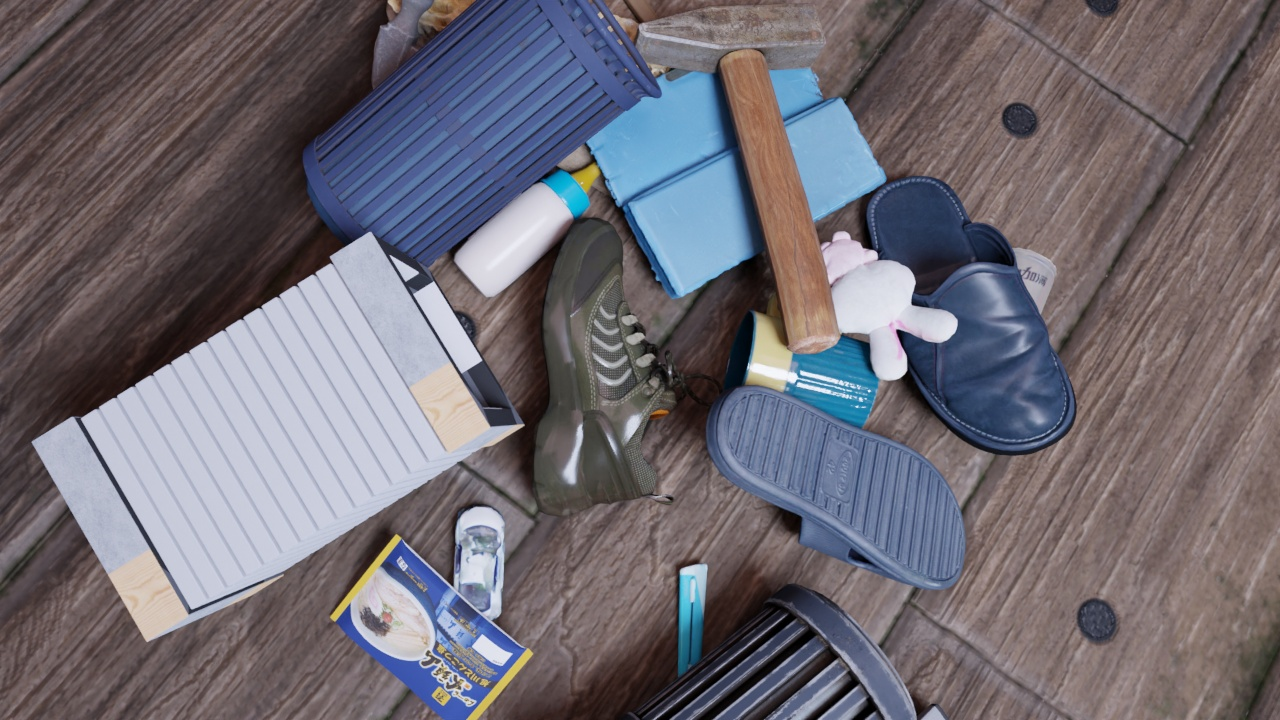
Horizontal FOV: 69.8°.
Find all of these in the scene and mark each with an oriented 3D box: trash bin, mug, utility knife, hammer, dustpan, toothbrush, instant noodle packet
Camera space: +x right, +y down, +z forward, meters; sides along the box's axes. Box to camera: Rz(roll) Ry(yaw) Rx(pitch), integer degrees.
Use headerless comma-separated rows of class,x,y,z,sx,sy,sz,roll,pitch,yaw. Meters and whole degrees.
trash bin,-0.232,0.050,0.631,0.247,0.142,0.142,-32,87,0
trash bin,-0.125,-0.179,0.687,0.250,0.139,0.139,-35,82,15
mug,0.132,-0.003,0.743,0.107,0.083,0.113,13,77,-3
utility knife,0.041,0.218,0.718,0.022,0.015,0.116,1,80,0
hammer,0.097,-0.146,0.724,0.157,0.037,0.300,-8,73,-15
dustpan,0.171,0.398,0.662,0.257,0.033,0.163,-34,87,-23
trash bin,0.063,0.275,0.632,0.227,0.164,0.164,-33,83,-18
toothbrush,0.019,-0.293,0.833,0.016,0.016,0.167,-31,80,-12
hammer,-0.072,-0.184,0.775,0.331,0.030,0.120,28,115,-8
instant noodle packet,-0.157,0.204,0.684,0.134,0.026,0.087,40,101,3

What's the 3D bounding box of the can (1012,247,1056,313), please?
can,0.305,-0.026,0.783,0.054,0.054,0.135,27,76,0

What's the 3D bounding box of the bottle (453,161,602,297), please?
bottle,-0.086,-0.115,0.753,0.146,0.051,0.051,-42,85,-5

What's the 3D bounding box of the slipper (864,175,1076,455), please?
slipper,0.253,-0.052,0.733,0.109,0.083,0.265,-22,64,9

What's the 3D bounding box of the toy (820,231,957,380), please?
toy,0.182,-0.047,0.717,0.076,0.037,0.125,-36,65,1

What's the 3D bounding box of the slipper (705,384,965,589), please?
slipper,0.146,0.099,0.718,0.263,0.083,0.101,30,66,-22

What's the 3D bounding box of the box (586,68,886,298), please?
box,0.079,-0.176,0.774,0.231,0.033,0.174,-31,92,-19

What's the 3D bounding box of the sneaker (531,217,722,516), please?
sneaker,-0.004,0.004,0.713,0.143,0.101,0.237,3,82,2

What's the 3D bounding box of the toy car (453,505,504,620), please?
toy car,-0.125,0.156,0.707,0.038,0.027,0.089,1,77,-4

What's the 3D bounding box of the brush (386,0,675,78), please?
brush,-0.093,-0.278,0.794,0.271,0.057,0.083,22,74,-1
